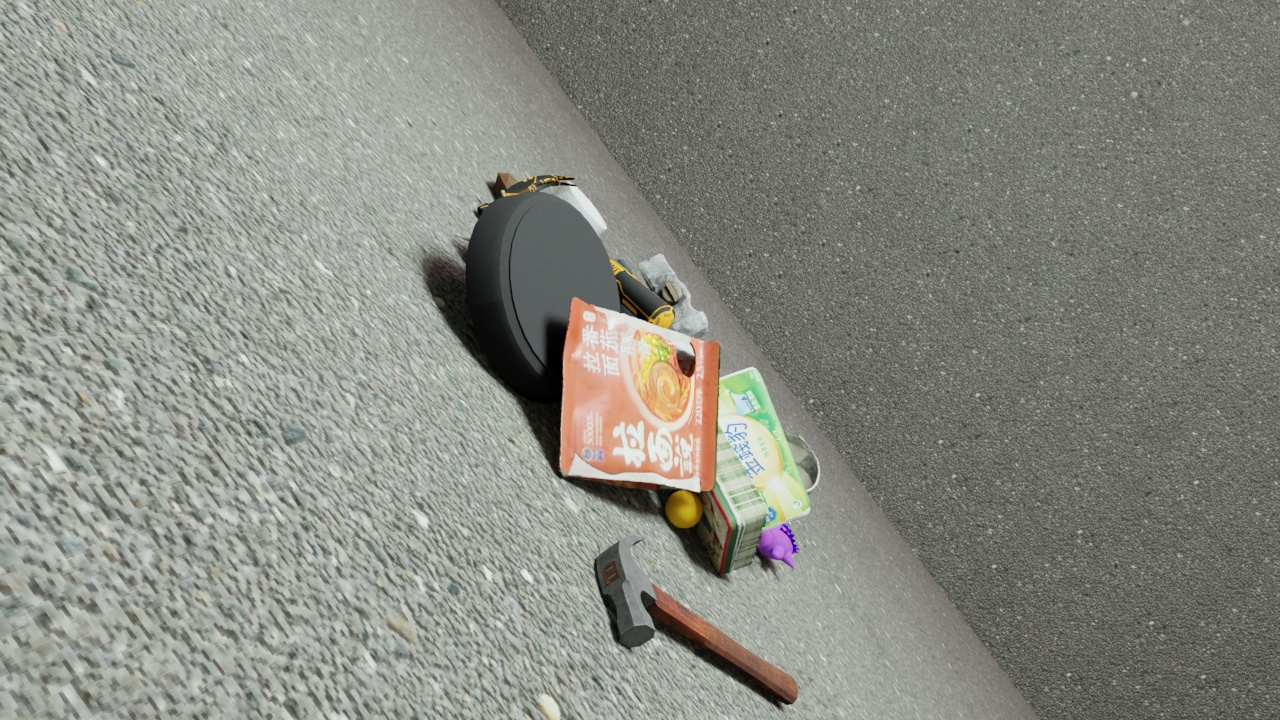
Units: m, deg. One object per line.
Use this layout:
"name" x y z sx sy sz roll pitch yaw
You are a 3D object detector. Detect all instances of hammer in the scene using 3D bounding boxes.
"hammer" -0.063 -0.129 1.061 0.320 0.123 0.036 44 -25 37
"hammer" 0.044 -0.030 1.294 0.121 0.049 0.319 61 -8 20
"hammer" 0.061 0.244 0.810 0.300 0.028 0.111 44 15 -39

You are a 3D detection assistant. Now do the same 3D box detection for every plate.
"plate" -0.165 -0.211 1.304 0.131 0.025 0.131 50 12 -15

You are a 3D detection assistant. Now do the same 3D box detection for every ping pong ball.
"ping pong ball" 0.046 0.159 0.979 0.040 0.040 0.040 50 12 -15

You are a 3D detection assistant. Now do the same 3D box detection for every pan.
"pan" -0.049 -0.016 0.926 0.356 0.044 0.203 51 41 -39

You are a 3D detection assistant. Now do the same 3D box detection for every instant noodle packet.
"instant noodle packet" -0.011 0.040 0.896 0.220 0.084 0.164 19 71 -54

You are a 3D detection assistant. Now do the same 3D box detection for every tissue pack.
"tissue pack" 0.125 0.122 1.160 0.141 0.120 0.197 98 -21 -79

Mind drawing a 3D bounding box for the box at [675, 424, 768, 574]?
"box" 0.071 0.129 1.030 0.118 0.050 0.205 98 -28 -48

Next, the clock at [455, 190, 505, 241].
"clock" -0.122 -0.106 0.977 0.137 0.096 0.048 49 12 -3

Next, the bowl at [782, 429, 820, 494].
"bowl" 0.162 0.151 1.318 0.178 0.081 0.178 21 29 -12

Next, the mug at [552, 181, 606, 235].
"mug" -0.109 -0.170 1.200 0.082 0.105 0.082 50 12 -15

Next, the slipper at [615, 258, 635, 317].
"slipper" -0.006 -0.010 1.221 0.101 0.082 0.264 -120 -173 -63

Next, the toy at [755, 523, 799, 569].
"toy" 0.174 0.232 1.223 0.088 0.056 0.106 50 10 -25
